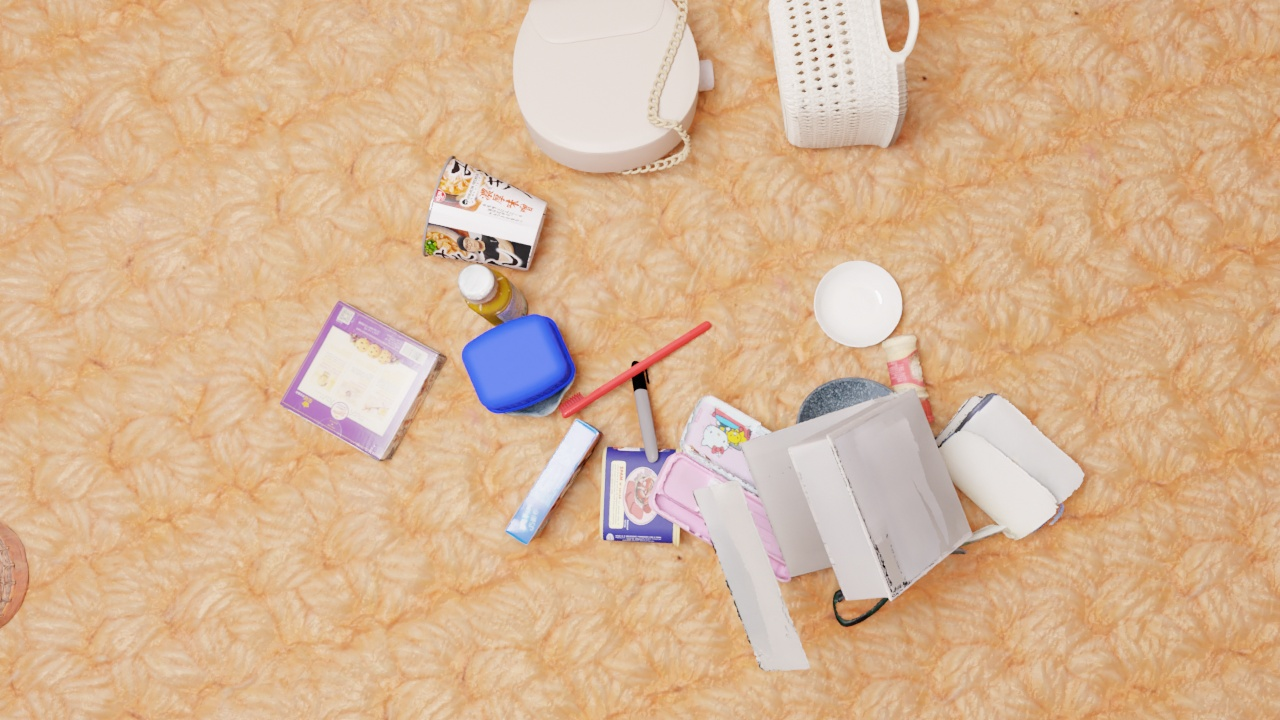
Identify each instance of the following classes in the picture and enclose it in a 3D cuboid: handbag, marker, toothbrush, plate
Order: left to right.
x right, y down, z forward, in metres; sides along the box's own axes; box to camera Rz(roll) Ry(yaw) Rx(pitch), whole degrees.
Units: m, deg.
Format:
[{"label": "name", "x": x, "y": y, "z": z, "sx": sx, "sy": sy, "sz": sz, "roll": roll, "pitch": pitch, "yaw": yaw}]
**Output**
[{"label": "handbag", "x": -0.039, "y": -0.328, "z": 1.054, "sx": 0.210, "sy": 0.103, "sz": 0.208, "roll": -8, "pitch": 80, "yaw": 0}, {"label": "toothbrush", "x": -0.006, "y": 0.006, "z": 1.095, "sx": 0.212, "sy": 0.012, "sz": 0.018, "roll": -32, "pitch": 59, "yaw": -12}, {"label": "marker", "x": 0.006, "y": 0.057, "z": 1.080, "sx": 0.022, "sy": 0.016, "sz": 0.138, "roll": -20, "pitch": 57, "yaw": 13}, {"label": "plate", "x": 0.259, "y": -0.066, "z": 1.103, "sx": 0.104, "sy": 0.026, "sz": 0.104, "roll": 0, "pitch": 85, "yaw": 2}, {"label": "handbag", "x": 0.395, "y": 0.144, "z": 1.054, "sx": 0.151, "sy": 0.074, "sz": 0.176, "roll": 44, "pitch": 88, "yaw": 5}]

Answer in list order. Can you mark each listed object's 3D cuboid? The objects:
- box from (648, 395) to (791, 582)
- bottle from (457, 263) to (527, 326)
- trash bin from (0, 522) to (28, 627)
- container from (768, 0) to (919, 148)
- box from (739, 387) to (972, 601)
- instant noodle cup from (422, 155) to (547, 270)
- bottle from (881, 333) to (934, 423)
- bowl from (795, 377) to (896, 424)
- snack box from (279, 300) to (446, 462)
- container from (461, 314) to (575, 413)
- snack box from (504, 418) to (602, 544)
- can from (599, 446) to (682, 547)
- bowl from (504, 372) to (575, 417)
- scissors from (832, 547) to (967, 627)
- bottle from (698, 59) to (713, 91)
[{"label": "box", "x": 0.119, "y": 0.148, "z": 1.056, "sx": 0.201, "sy": 0.038, "sz": 0.152, "roll": 32, "pitch": 69, "yaw": -16}, {"label": "bottle", "x": -0.168, "y": -0.072, "z": 1.040, "sx": 0.053, "sy": 0.186, "sz": 0.053, "roll": 0, "pitch": 85, "yaw": 2}, {"label": "trash bin", "x": -0.826, "y": 0.254, "z": 1.025, "sx": 0.151, "sy": 0.210, "sz": 0.151, "roll": 0, "pitch": 84, "yaw": 1}, {"label": "container", "x": 0.225, "y": -0.333, "z": 1.029, "sx": 0.143, "sy": 0.246, "sz": 0.184, "roll": -9, "pitch": 87, "yaw": 10}, {"label": "box", "x": 0.195, "y": 0.150, "z": 1.050, "sx": 0.173, "sy": 0.423, "sz": 0.167, "roll": -20, "pitch": 88, "yaw": -18}, {"label": "instant noodle cup", "x": -0.181, "y": -0.165, "z": 1.091, "sx": 0.122, "sy": 0.124, "sz": 0.123, "roll": 17, "pitch": 85, "yaw": -5}, {"label": "bottle", "x": 0.315, "y": 0.025, "z": 1.084, "sx": 0.044, "sy": 0.044, "sz": 0.109, "roll": -10, "pitch": 84, "yaw": 1}, {"label": "bowl", "x": 0.247, "y": 0.092, "z": 1.065, "sx": 0.137, "sy": 0.057, "sz": 0.136, "roll": -2, "pitch": 60, "yaw": 3}, {"label": "snack box", "x": -0.335, "y": 0.025, "z": 1.111, "sx": 0.143, "sy": 0.040, "sz": 0.148, "roll": 28, "pitch": 86, "yaw": 5}, {"label": "container", "x": -0.141, "y": 0.002, "z": 1.040, "sx": 0.114, "sy": 0.058, "sz": 0.096, "roll": -24, "pitch": 84, "yaw": 0}, {"label": "snack box", "x": -0.098, "y": 0.139, "z": 1.067, "sx": 0.034, "sy": 0.087, "sz": 0.151, "roll": 32, "pitch": 86, "yaw": 4}, {"label": "can", "x": 0.002, "y": 0.157, "z": 1.077, "sx": 0.092, "sy": 0.056, "sz": 0.116, "roll": 2, "pitch": 85, "yaw": 4}, {"label": "bowl", "x": -0.133, "y": 0.016, "z": 1.096, "sx": 0.110, "sy": 0.055, "sz": 0.110, "roll": 0, "pitch": 85, "yaw": 2}, {"label": "scissors", "x": 0.266, "y": 0.223, "z": 1.057, "sx": 0.202, "sy": 0.015, "sz": 0.203, "roll": 17, "pitch": 101, "yaw": 4}, {"label": "bottle", "x": 0.002, "y": -0.341, "z": 1.129, "sx": 0.174, "sy": 0.046, "sz": 0.083, "roll": -7, "pitch": 84, "yaw": 2}]
